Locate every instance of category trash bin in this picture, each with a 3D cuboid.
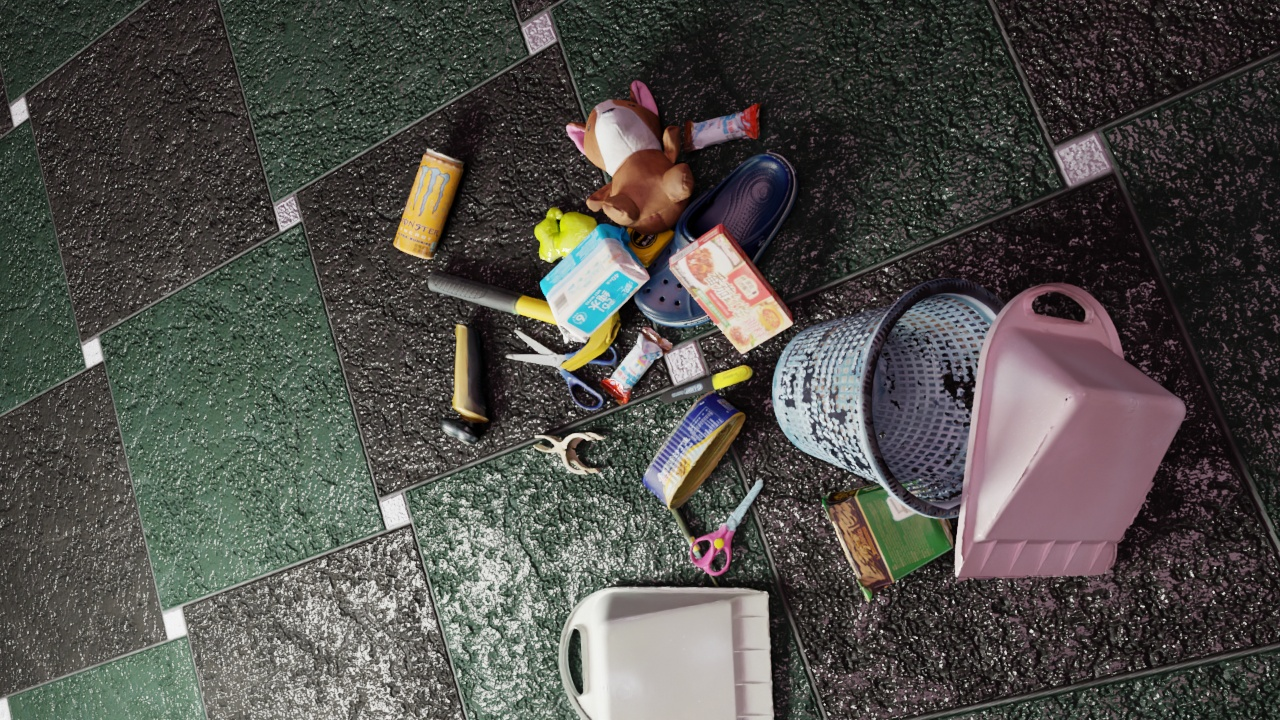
[{"bbox_3d":[0.251,0.034,0.944,0.195,0.226,0.226,2,90,63],"label":"trash bin"}]

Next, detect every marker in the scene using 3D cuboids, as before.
[{"bbox_3d":[0.080,0.031,1.136,0.124,0.015,0.018,-19,78,24],"label":"marker"}]

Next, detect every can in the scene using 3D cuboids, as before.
[{"bbox_3d":[-0.296,-0.219,1.286,0.058,0.058,0.146,25,99,23],"label":"can"},{"bbox_3d":[0.064,0.109,1.110,0.049,0.074,0.148,40,104,23],"label":"can"}]

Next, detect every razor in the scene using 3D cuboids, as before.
[{"bbox_3d":[-0.242,0.032,1.262,0.067,0.062,0.167,-1,83,-6],"label":"razor"}]

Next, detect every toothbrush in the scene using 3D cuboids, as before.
[{"bbox_3d":[0.061,0.224,1.143,0.017,0.012,0.185,-36,75,31],"label":"toothbrush"}]

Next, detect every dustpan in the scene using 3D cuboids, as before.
[{"bbox_3d":[0.405,0.073,0.911,0.138,0.222,0.274,53,128,53],"label":"dustpan"},{"bbox_3d":[0.024,0.387,1.151,0.257,0.142,0.222,-3,90,-3],"label":"dustpan"}]

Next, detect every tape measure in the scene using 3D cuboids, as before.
[{"bbox_3d":[0.010,-0.152,1.163,0.057,0.029,0.060,42,88,23],"label":"tape measure"}]

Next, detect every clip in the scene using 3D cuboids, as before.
[{"bbox_3d":[-0.089,0.106,1.202,0.102,0.035,0.094,38,108,28],"label":"clip"}]

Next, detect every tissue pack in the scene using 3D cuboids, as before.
[{"bbox_3d":[-0.058,-0.094,1.126,0.140,0.063,0.090,-43,45,17],"label":"tissue pack"}]

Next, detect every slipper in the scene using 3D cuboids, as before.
[{"bbox_3d":[0.090,-0.140,1.094,0.253,0.095,0.105,-48,69,12],"label":"slipper"}]

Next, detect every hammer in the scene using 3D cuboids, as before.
[{"bbox_3d":[-0.162,-0.075,1.232,0.301,0.033,0.128,17,85,25],"label":"hammer"}]

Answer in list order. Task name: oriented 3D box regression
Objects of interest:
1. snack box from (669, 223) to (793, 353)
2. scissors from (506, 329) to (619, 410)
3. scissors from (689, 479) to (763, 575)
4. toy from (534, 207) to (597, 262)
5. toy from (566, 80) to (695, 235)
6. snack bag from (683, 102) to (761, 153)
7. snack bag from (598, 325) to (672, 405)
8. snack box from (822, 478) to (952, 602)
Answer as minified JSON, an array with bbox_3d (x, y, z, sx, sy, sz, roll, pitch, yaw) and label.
[{"bbox_3d":[0.107,-0.081,1.068,0.075,0.025,0.153,-31,120,21],"label":"snack box"},{"bbox_3d":[-0.100,-0.002,1.219,0.155,0.012,0.166,-38,75,20],"label":"scissors"},{"bbox_3d":[0.111,0.200,1.116,0.054,0.017,0.133,34,96,4],"label":"scissors"},{"bbox_3d":[-0.093,-0.162,1.209,0.100,0.031,0.096,-18,80,23],"label":"toy"},{"bbox_3d":[-0.014,-0.251,1.125,0.140,0.130,0.199,-23,59,6],"label":"toy"},{"bbox_3d":[0.100,-0.284,1.127,0.104,0.026,0.048,-4,75,24],"label":"snack bag"},{"bbox_3d":[-0.007,0.007,1.168,0.045,0.026,0.105,39,102,5],"label":"snack bag"},{"bbox_3d":[0.274,0.179,0.994,0.106,0.117,0.118,-27,81,17],"label":"snack box"}]
